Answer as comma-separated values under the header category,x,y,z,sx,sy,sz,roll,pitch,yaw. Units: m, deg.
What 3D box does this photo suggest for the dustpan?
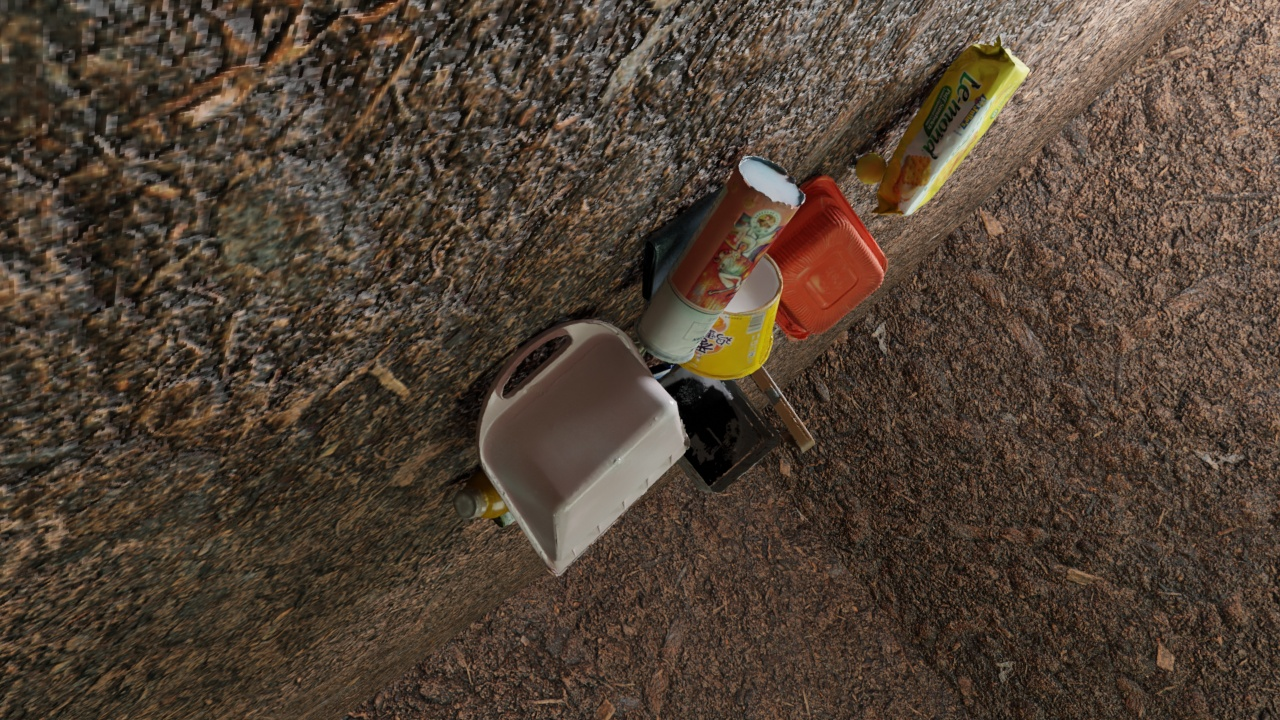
category,x,y,z,sx,sy,sz,roll,pitch,yaw
dustpan,-0.062,0.081,0.980,0.222,0.139,0.274,-42,163,-19

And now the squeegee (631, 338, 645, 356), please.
category,x,y,z,sx,sy,sz,roll,pitch,yaw
squeegee,-0.007,0.007,1.218,0.245,0.039,0.247,-15,159,-32

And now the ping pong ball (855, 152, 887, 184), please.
category,x,y,z,sx,sy,sz,roll,pitch,yaw
ping pong ball,0.301,-0.250,1.196,0.040,0.040,0.040,-38,169,-9

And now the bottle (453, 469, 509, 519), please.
category,x,y,z,sx,sy,sz,roll,pitch,yaw
bottle,-0.175,0.165,1.215,0.068,0.068,0.189,-45,168,26

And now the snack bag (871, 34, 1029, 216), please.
category,x,y,z,sx,sy,sz,roll,pitch,yaw
snack bag,0.389,-0.293,1.164,0.157,0.068,0.247,-26,152,-58

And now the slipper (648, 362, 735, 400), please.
category,x,y,z,sx,sy,sz,roll,pitch,yaw
slipper,0.020,0.056,1.384,0.252,0.105,0.095,-24,-152,-9

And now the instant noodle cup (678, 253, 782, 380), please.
category,x,y,z,sx,sy,sz,roll,pitch,yaw
instant noodle cup,0.096,-0.063,1.048,0.137,0.138,0.110,-34,157,-26

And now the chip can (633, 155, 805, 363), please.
category,x,y,z,sx,sy,sz,roll,pitch,yaw
chip can,0.071,-0.093,0.883,0.071,0.071,0.215,-27,158,-48

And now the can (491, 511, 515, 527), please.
category,x,y,z,sx,sy,sz,roll,pitch,yaw
can,-0.162,0.185,1.368,0.146,0.058,0.058,-35,168,-25

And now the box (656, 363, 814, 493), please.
category,x,y,z,sx,sy,sz,roll,pitch,yaw
box,0.115,0.076,1.242,0.156,0.183,0.193,-39,-176,-10

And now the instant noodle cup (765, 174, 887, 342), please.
category,x,y,z,sx,sy,sz,roll,pitch,yaw
instant noodle cup,0.219,-0.112,1.134,0.164,0.189,0.079,-41,-146,8

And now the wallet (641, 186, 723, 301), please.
category,x,y,z,sx,sy,sz,roll,pitch,yaw
wallet,0.044,-0.114,0.925,0.097,0.019,0.121,-36,162,-16

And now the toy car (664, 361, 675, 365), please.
category,x,y,z,sx,sy,sz,roll,pitch,yaw
toy car,0.069,-0.028,1.343,0.105,0.032,0.048,-29,165,-46
